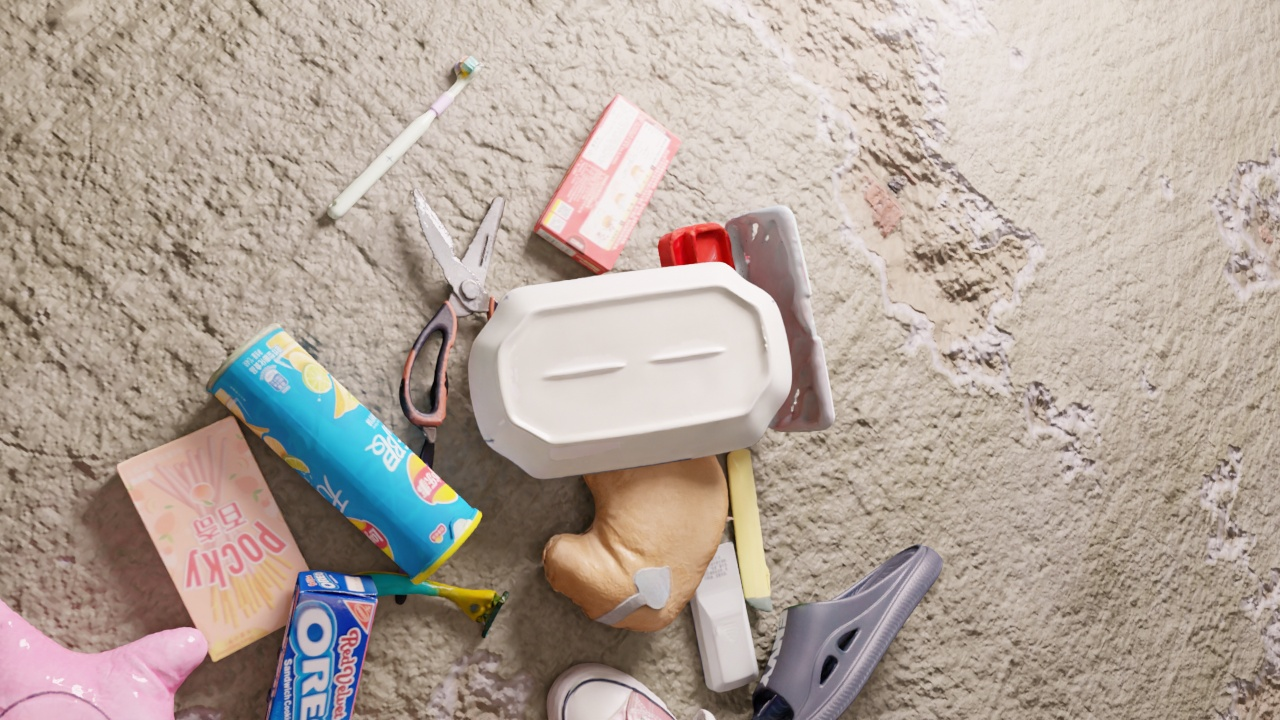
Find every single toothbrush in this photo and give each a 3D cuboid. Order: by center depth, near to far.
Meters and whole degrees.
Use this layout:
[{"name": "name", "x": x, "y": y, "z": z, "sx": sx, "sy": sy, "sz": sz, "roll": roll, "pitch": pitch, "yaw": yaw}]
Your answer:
[{"name": "toothbrush", "x": -0.176, "y": 0.100, "z": 0.736, "sx": 0.014, "sy": 0.017, "sz": 0.189, "roll": 12, "pitch": 81, "yaw": -18}, {"name": "toothbrush", "x": -0.197, "y": -0.188, "z": 0.768, "sx": 0.189, "sy": 0.029, "sz": 0.020, "roll": -54, "pitch": 144, "yaw": -19}]

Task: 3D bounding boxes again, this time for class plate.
[{"name": "plate", "x": -0.004, "y": 0.004, "z": 0.736, "sx": 0.265, "sy": 0.034, "sz": 0.162, "roll": -7, "pitch": 83, "yaw": -8}]

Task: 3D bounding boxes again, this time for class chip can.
[{"name": "chip can", "x": -0.218, "y": 0.070, "z": 0.682, "sx": 0.210, "sy": 0.071, "sz": 0.071, "roll": 45, "pitch": 68, "yaw": -7}]

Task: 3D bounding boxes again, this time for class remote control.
[{"name": "remote control", "x": 0.072, "y": 0.227, "z": 0.812, "sx": 0.049, "sy": 0.024, "sz": 0.125, "roll": -10, "pitch": 85, "yaw": -24}]

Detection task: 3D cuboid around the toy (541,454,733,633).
[{"name": "toy", "x": 0.011, "y": 0.113, "z": 0.774, "sx": 0.143, "sy": 0.083, "sz": 0.225, "roll": 26, "pitch": 71, "yaw": -18}]

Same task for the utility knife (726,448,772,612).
[{"name": "utility knife", "x": 0.099, "y": 0.140, "z": 0.840, "sx": 0.031, "sy": 0.019, "sz": 0.178, "roll": -1, "pitch": 83, "yaw": -27}]

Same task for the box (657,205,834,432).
[{"name": "box", "x": 0.092, "y": -0.025, "z": 0.796, "sx": 0.094, "sy": 0.100, "sz": 0.201, "roll": -19, "pitch": 99, "yaw": -42}]

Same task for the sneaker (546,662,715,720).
[{"name": "sneaker", "x": 0.024, "y": 0.337, "z": 0.726, "sx": 0.118, "sy": 0.088, "sz": 0.241, "roll": -40, "pitch": 85, "yaw": -25}]

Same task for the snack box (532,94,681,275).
[{"name": "snack box", "x": -0.028, "y": -0.159, "z": 0.830, "sx": 0.075, "sy": 0.025, "sz": 0.152, "roll": 33, "pitch": 71, "yaw": -16}]

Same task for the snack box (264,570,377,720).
[{"name": "snack box", "x": -0.235, "y": 0.256, "z": 0.644, "sx": 0.057, "sy": 0.058, "sz": 0.207, "roll": 13, "pitch": 87, "yaw": -20}]

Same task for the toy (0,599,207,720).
[{"name": "toy", "x": -0.372, "y": 0.252, "z": 0.593, "sx": 0.194, "sy": 0.075, "sz": 0.178, "roll": 20, "pitch": 75, "yaw": -20}]

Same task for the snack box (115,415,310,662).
[{"name": "snack box", "x": -0.303, "y": 0.128, "z": 0.669, "sx": 0.084, "sy": 0.026, "sz": 0.157, "roll": -26, "pitch": 92, "yaw": -24}]

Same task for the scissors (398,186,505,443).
[{"name": "scissors", "x": -0.142, "y": -0.038, "z": 0.758, "sx": 0.188, "sy": 0.015, "sz": 0.225, "roll": -41, "pitch": 100, "yaw": -32}]

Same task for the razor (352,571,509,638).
[{"name": "razor", "x": -0.170, "y": 0.182, "z": 0.710, "sx": 0.132, "sy": 0.028, "sz": 0.043, "roll": 17, "pitch": 119, "yaw": -24}]

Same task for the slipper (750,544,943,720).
[{"name": "slipper", "x": 0.163, "y": 0.240, "z": 0.814, "sx": 0.267, "sy": 0.111, "sz": 0.083, "roll": -39, "pitch": 82, "yaw": -29}]
